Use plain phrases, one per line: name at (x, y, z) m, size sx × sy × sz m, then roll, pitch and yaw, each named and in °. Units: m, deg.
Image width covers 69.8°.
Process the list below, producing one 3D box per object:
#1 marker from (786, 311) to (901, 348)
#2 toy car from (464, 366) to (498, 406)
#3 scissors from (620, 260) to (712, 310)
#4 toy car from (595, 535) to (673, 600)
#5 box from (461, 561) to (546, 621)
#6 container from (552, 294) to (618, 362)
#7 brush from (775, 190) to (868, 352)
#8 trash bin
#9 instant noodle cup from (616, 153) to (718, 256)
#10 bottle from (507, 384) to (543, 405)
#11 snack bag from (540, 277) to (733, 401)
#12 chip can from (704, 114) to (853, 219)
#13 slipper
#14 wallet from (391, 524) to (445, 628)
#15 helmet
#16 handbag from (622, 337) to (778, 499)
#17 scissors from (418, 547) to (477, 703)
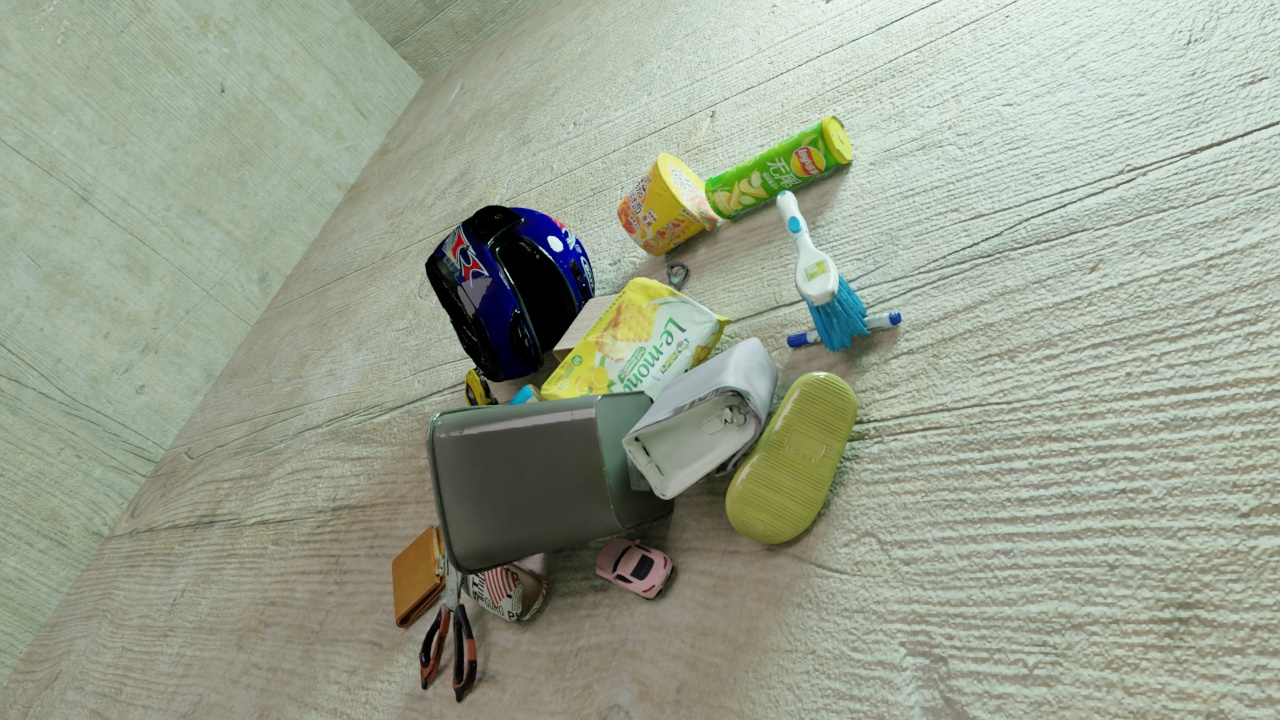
marker at (0.235, -0.035, 1.069) m, size 0.146 × 0.017 × 0.016 m, roll -14°, pitch 44°, yaw 42°
toy car at (-0.243, 0.064, 1.409) m, size 0.041 × 0.156 × 0.071 m, roll -24°, pitch 66°, yaw -15°
scissors at (0.042, -0.096, 1.350) m, size 0.181 × 0.014 × 0.159 m, roll 8°, pitch 45°, yaw 34°
toy car at (-0.011, 0.231, 1.037) m, size 0.123 × 0.037 × 0.056 m, roll 6°, pitch 57°, yaw 54°
box at (-0.172, 0.286, 1.166) m, size 0.164 × 0.080 × 0.075 m, roll 6°, pitch 89°, yaw 51°
container at (-0.053, -0.031, 1.341) m, size 0.090 × 0.090 × 0.110 m, roll -5°, pitch 47°, yaw 47°
brush at (0.210, -0.121, 1.117) m, size 0.061 × 0.109 × 0.313 m, roll -29°, pitch 20°, yaw 16°
trash bin at (-0.097, 0.133, 1.073) m, size 0.220 × 0.198 × 0.198 m, roll -13°, pitch 85°, yaw 26°
instant noodle cup at (0.037, -0.237, 1.436) m, size 0.110 × 0.138 × 0.137 m, roll -38°, pitch 31°, yaw 27°
bottle at (-0.222, 0.131, 1.376) m, size 0.219 × 0.065 × 0.065 m, roll -44°, pitch 31°, yaw 3°
snack bag at (-0.007, 0.007, 1.219) m, size 0.158 × 0.068 × 0.246 m, roll 31°, pitch 76°, yaw 32°
chip can at (0.197, -0.277, 1.341) m, size 0.222 × 0.072 × 0.072 m, roll -21°, pitch 39°, yaw 34°
slipper at (0.159, 0.102, 0.955) m, size 0.190 × 0.091 × 0.081 m, roll -60°, pitch -5°, yaw -8°
wallet at (-0.316, 0.304, 1.320) m, size 0.108 × 0.031 × 0.131 m, roll -44°, pitch 32°, yaw 8°
helmet at (-0.190, -0.116, 1.463) m, size 0.240 × 0.247 × 0.315 m, roll -28°, pitch 35°, yaw -13°
handbag at (0.078, 0.059, 1.008) m, size 0.145 × 0.098 × 0.196 m, roll -38°, pitch 3°, yaw 20°
scissors at (-0.241, 0.320, 1.161) m, size 0.189 × 0.015 × 0.222 m, roll 40°, pitch 107°, yaw 47°
